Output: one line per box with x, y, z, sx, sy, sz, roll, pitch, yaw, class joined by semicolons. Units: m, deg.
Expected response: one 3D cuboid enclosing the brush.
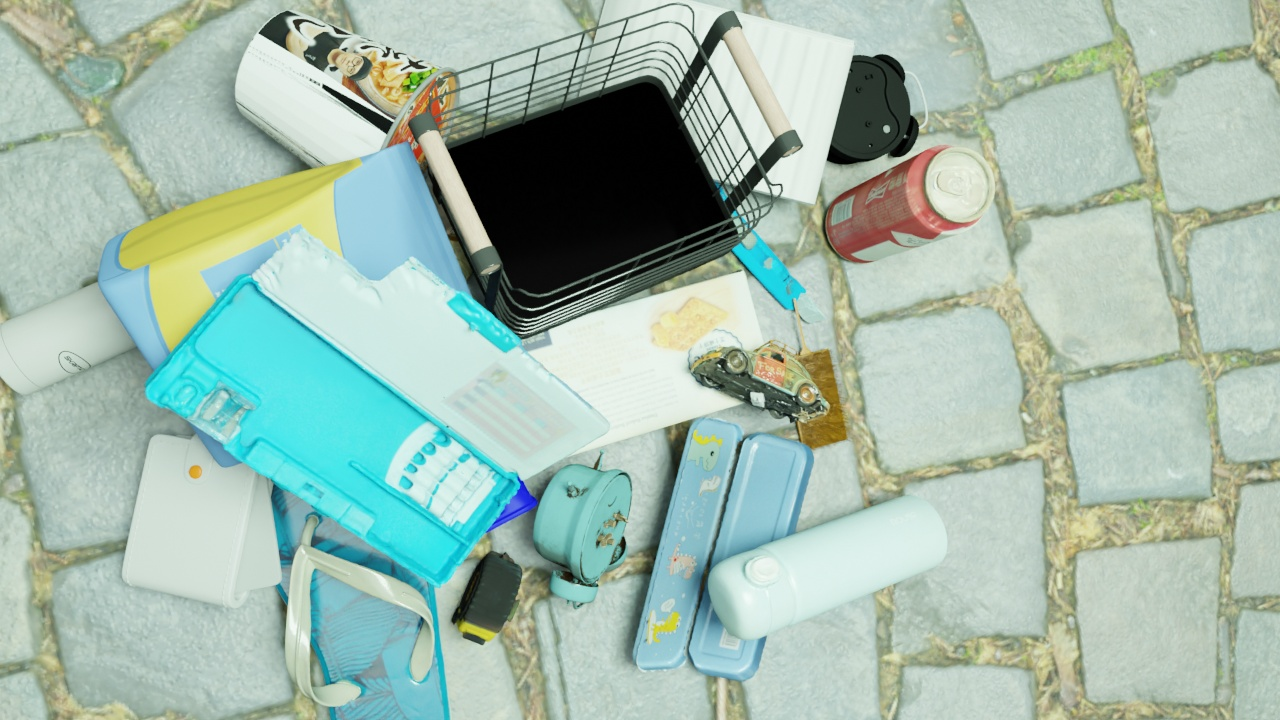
0.148;0.013;0.788;0.048;0.017;0.126;-14;95;-13;brush

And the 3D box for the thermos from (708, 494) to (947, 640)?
0.151;0.165;0.740;0.206;0.078;0.065;-12;53;-26;thermos

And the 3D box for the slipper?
-0.206;0.202;0.687;0.118;0.060;0.295;-15;92;-16;slipper

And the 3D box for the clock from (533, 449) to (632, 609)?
-0.042;0.135;0.708;0.053;0.089;0.124;17;117;21;clock

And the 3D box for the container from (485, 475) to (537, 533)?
-0.143;0.074;0.692;0.085;0.084;0.113;-26;93;-14;container

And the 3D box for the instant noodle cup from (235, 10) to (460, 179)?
-0.217;-0.187;0.673;0.122;0.124;0.123;29;82;-1;instant noodle cup

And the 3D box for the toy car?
0.095;0.010;0.708;0.112;0.047;0.047;24;61;-18;toy car

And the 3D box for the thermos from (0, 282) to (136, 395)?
-0.347;-0.048;0.665;0.224;0.052;0.052;-27;94;-12;thermos

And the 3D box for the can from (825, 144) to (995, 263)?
0.209;-0.121;0.732;0.067;0.170;0.067;1;87;-12;can

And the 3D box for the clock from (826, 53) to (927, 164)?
0.195;-0.216;0.797;0.120;0.042;0.091;-17;92;-13;clock

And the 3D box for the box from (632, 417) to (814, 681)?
0.065;0.155;0.753;0.127;0.034;0.209;15;89;-26;box

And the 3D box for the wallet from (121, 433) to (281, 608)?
-0.304;0.114;0.662;0.115;0.037;0.118;10;86;9;wallet

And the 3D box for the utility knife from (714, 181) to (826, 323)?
0.098;-0.095;0.787;0.031;0.015;0.174;-44;99;-6;utility knife

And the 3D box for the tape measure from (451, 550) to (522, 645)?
-0.114;0.182;0.705;0.038;0.063;0.067;26;81;-11;tape measure

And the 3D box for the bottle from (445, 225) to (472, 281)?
-0.136;-0.090;0.719;0.043;0.043;0.111;43;80;-8;bottle

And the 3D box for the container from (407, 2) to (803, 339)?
-0.029;-0.135;0.656;0.241;0.130;0.163;-24;84;-16;container

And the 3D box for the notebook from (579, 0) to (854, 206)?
0.059;-0.222;0.759;0.210;0.009;0.142;15;86;2;notebook

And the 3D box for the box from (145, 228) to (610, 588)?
-0.157;0.024;0.579;0.182;0.071;0.227;-43;118;8;box

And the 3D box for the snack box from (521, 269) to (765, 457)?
-0.004;0.004;0.738;0.207;0.057;0.104;-16;93;-12;snack box

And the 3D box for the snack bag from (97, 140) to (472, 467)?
-0.227;-0.044;0.629;0.205;0.102;0.159;-25;125;-11;snack bag
